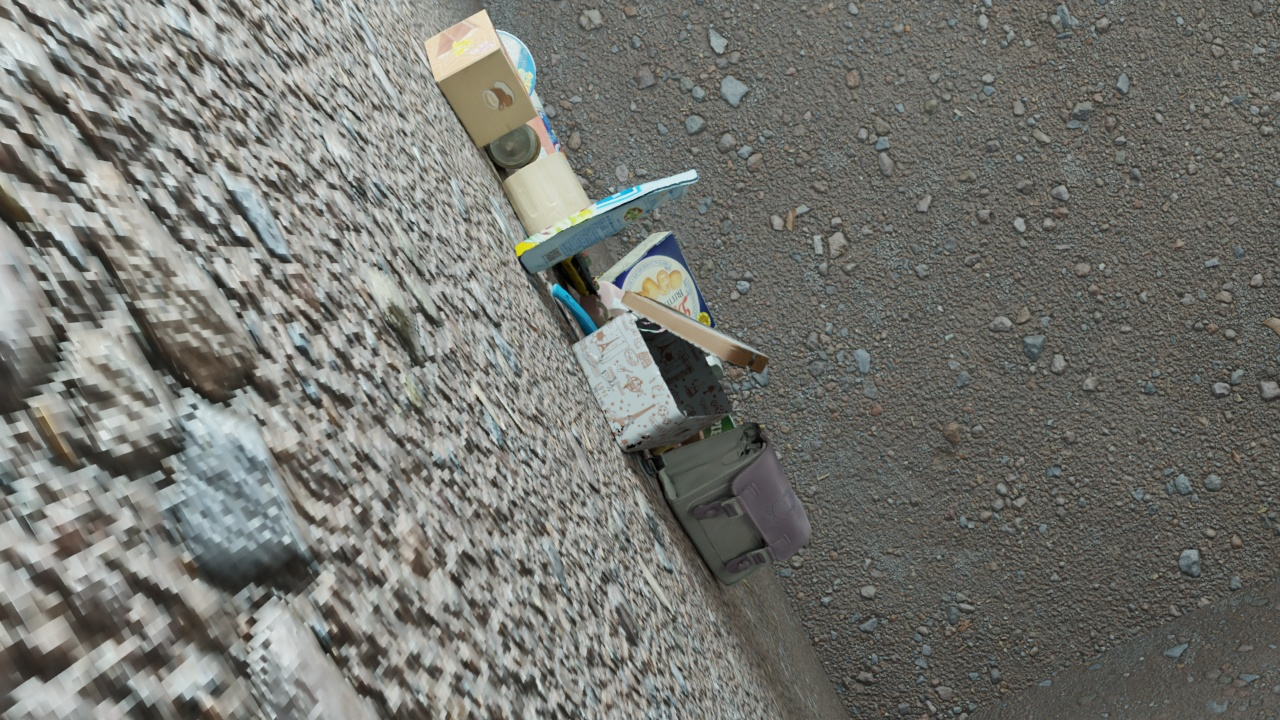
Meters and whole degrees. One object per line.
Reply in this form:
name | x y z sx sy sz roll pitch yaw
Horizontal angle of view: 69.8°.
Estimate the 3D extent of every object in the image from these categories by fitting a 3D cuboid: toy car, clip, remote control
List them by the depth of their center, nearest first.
clip | 0.017 0.120 1.063 0.056 0.027 0.024 91 -25 -76
clip | -0.052 -0.023 1.128 0.034 0.076 0.103 59 15 -57
toy car | -0.090 -0.130 1.200 0.071 0.041 0.155 61 2 -31
remote control | 0.055 0.031 1.339 0.056 0.135 0.019 55 16 -60

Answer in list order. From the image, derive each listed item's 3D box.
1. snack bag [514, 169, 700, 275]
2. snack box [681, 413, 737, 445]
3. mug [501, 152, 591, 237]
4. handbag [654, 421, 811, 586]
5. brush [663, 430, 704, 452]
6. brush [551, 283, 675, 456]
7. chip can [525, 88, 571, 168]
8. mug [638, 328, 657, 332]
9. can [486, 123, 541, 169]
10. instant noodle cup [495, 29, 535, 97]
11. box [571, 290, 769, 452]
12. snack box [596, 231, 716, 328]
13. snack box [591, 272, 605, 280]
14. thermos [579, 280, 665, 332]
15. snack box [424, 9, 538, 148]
snack bag | -0.031 -0.142 0.914 0.039 0.191 0.110 64 4 2
snack box | 0.071 0.088 1.325 0.063 0.114 0.240 -106 169 -47
mug | -0.106 -0.171 1.066 0.103 0.084 0.125 61 -21 -5
handbag | 0.123 0.181 1.154 0.197 0.145 0.098 59 3 -40
brush | 0.052 0.114 1.209 0.063 0.073 0.146 -110 174 -68
brush | -0.027 0.014 1.059 0.255 0.046 0.083 56 12 -25
chip can | -0.170 -0.355 1.463 0.214 0.071 0.071 66 4 21
mug | -0.007 0.007 1.167 0.111 0.082 0.106 29 18 -20
can | -0.154 -0.264 1.124 0.058 0.058 0.116 62 3 -11
instant noodle cup | -0.181 -0.346 1.121 0.099 0.099 0.110 62 -3 -16
box | 0.047 -0.006 0.978 0.148 0.158 0.181 64 20 11
snack box | 0.019 -0.076 1.411 0.046 0.177 0.182 -1 -55 49
snack box | -0.015 -0.093 1.506 0.117 0.105 0.118 65 5 21
thermos | -0.004 -0.043 1.268 0.198 0.087 0.067 41 65 -54
snack box | -0.172 -0.304 0.992 0.093 0.077 0.094 60 5 -47
